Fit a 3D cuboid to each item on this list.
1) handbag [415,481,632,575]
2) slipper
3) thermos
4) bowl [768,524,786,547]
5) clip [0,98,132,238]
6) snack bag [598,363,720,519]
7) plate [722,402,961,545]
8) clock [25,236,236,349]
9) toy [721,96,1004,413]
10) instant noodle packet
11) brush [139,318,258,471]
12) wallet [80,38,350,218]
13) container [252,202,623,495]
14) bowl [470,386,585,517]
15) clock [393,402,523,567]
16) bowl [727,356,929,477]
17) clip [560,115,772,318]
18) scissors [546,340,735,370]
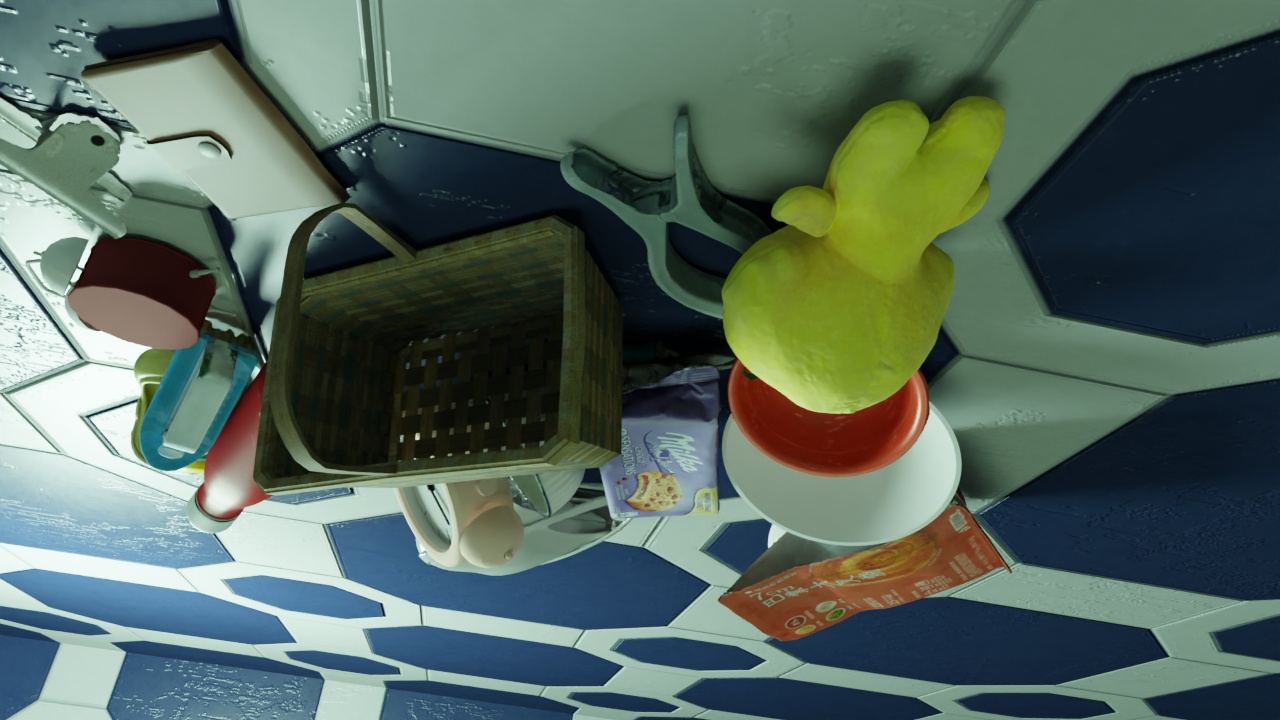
[{"bbox_3d":[-0.091,0.153,0.923,0.223,0.095,0.215,-18,157,22],"label":"handbag"},{"bbox_3d":[-0.396,0.059,0.805,0.091,0.081,0.191,10,149,-12],"label":"slipper"},{"bbox_3d":[-0.323,0.079,0.771,0.073,0.073,0.241,25,131,-30],"label":"thermos"},{"bbox_3d":[0.168,0.160,0.858,0.113,0.063,0.114,-14,132,-17],"label":"bowl"},{"bbox_3d":[-0.327,-0.119,0.523,0.057,0.054,0.102,30,170,39],"label":"clip"},{"bbox_3d":[0.013,0.062,0.704,0.096,0.058,0.206,-1,148,3],"label":"snack bag"},{"bbox_3d":[0.151,0.065,0.698,0.174,0.036,0.174,9,127,12],"label":"plate"},{"bbox_3d":[-0.354,-0.048,0.635,0.124,0.044,0.087,11,151,-7],"label":"clock"},{"bbox_3d":[0.115,-0.046,0.480,0.133,0.092,0.208,-3,133,-17],"label":"toy"},{"bbox_3d":[0.193,0.184,0.805,0.221,0.084,0.164,-34,140,13],"label":"instant noodle packet"},{"bbox_3d":[-0.348,0.040,0.709,0.055,0.075,0.136,23,117,-29],"label":"brush"},{"bbox_3d":[-0.229,-0.121,0.504,0.087,0.013,0.121,-5,150,16],"label":"wallet"},{"bbox_3d":[-0.145,0.000,0.567,0.250,0.157,0.186,-9,160,27],"label":"container"},{"bbox_3d":[-0.079,0.058,0.726,0.062,0.118,0.118,-30,158,-18],"label":"bowl"},{"bbox_3d":[-0.146,0.094,0.744,0.086,0.131,0.161,-19,-173,-26],"label":"clock"},{"bbox_3d":[0.126,0.016,0.616,0.130,0.045,0.131,9,127,12],"label":"bowl"},{"bbox_3d":[0.015,-0.071,0.528,0.106,0.027,0.163,-10,147,24],"label":"clip"},{"bbox_3d":[-0.009,0.000,0.673,0.149,0.019,0.131,22,149,-23],"label":"scissors"}]
